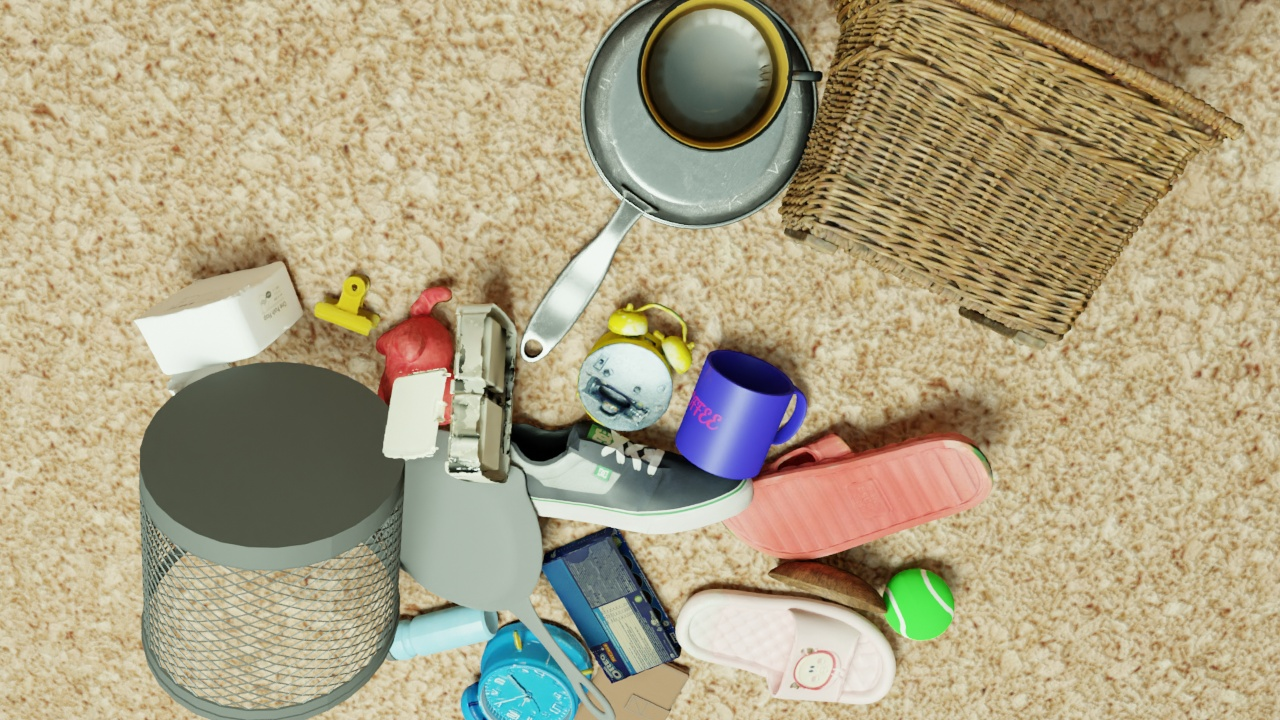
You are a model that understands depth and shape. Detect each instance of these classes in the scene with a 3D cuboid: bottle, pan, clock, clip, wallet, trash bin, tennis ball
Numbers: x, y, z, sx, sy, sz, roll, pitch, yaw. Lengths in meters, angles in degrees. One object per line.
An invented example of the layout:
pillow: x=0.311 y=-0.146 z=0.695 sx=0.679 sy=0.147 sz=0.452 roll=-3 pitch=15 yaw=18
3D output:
bottle: x=-0.212 y=0.279 z=0.939 sx=0.130 sy=0.040 sz=0.040 roll=-17 pitch=110 yaw=12
pan: x=-0.003 y=-0.131 z=0.750 sx=0.187 sy=0.055 sz=0.357 roll=34 pitch=107 yaw=-9
clock: x=-0.119 y=0.345 z=0.948 sx=0.117 sy=0.060 sz=0.162 roll=26 pitch=114 yaw=-6
clock: x=-0.005 y=0.005 z=0.796 sx=0.083 sy=0.057 sz=0.119 roll=32 pitch=112 yaw=-8
pan: x=-0.141 y=0.205 z=0.858 sx=0.217 sy=0.024 sz=0.354 roll=-38 pitch=91 yaw=35
clip: x=-0.257 y=-0.052 z=0.818 sx=0.054 sy=0.045 sz=0.049 roll=21 pitch=71 yaw=-3
wallet: x=-0.011 y=0.355 z=0.968 sx=0.087 sy=0.013 sz=0.121 roll=25 pitch=113 yaw=-1
trash bin: x=-0.302 y=0.147 z=0.766 sx=0.218 sy=0.217 sz=0.228 roll=18 pitch=130 yaw=-2
tennis ball: x=0.261 y=0.229 z=0.861 sx=0.065 sy=0.065 sz=0.065 roll=2 pitch=113 yaw=4

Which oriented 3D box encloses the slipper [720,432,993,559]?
slipper: x=0.187 y=0.113 z=0.823 sx=0.249 sy=0.059 sz=0.103 roll=-18 pitch=113 yaw=27

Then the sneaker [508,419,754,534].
sneaker: x=-0.018 y=0.094 z=0.812 sx=0.235 sy=0.084 sz=0.079 roll=2 pitch=117 yaw=14

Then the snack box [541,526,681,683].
snack box: x=-0.028 y=0.243 z=0.910 sx=0.082 sy=0.027 sz=0.150 roll=-24 pitch=103 yaw=15

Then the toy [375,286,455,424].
toy: x=-0.184 y=0.000 z=0.818 sx=0.094 sy=0.088 sz=0.133 roll=10 pitch=95 yaw=-35

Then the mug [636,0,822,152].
mug: x=0.062 y=-0.200 z=0.642 sx=0.124 sy=0.094 sz=0.100 roll=2 pitch=107 yaw=2

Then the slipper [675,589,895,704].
slipper: x=0.143 y=0.281 z=0.901 sx=0.221 sy=0.055 sz=0.107 roll=16 pitch=111 yaw=-1

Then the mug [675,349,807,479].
mug: x=0.095 y=0.047 z=0.801 sx=0.111 sy=0.079 sz=0.084 roll=6 pitch=116 yaw=-28

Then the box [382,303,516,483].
box: x=-0.155 y=0.020 z=0.729 sx=0.070 sy=0.186 sz=0.143 roll=0 pitch=77 yaw=6

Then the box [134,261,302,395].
box: x=-0.357 y=0.001 z=0.800 sx=0.121 sy=0.108 sz=0.136 roll=-12 pitch=110 yaw=10

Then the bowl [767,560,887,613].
bowl: x=0.177 y=0.206 z=0.856 sx=0.114 sy=0.102 sz=0.026 roll=22 pitch=75 yaw=-10

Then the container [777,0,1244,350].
container: x=0.228 y=-0.131 z=0.646 sx=0.250 sy=0.162 sz=0.183 roll=23 pitch=102 yaw=-4
